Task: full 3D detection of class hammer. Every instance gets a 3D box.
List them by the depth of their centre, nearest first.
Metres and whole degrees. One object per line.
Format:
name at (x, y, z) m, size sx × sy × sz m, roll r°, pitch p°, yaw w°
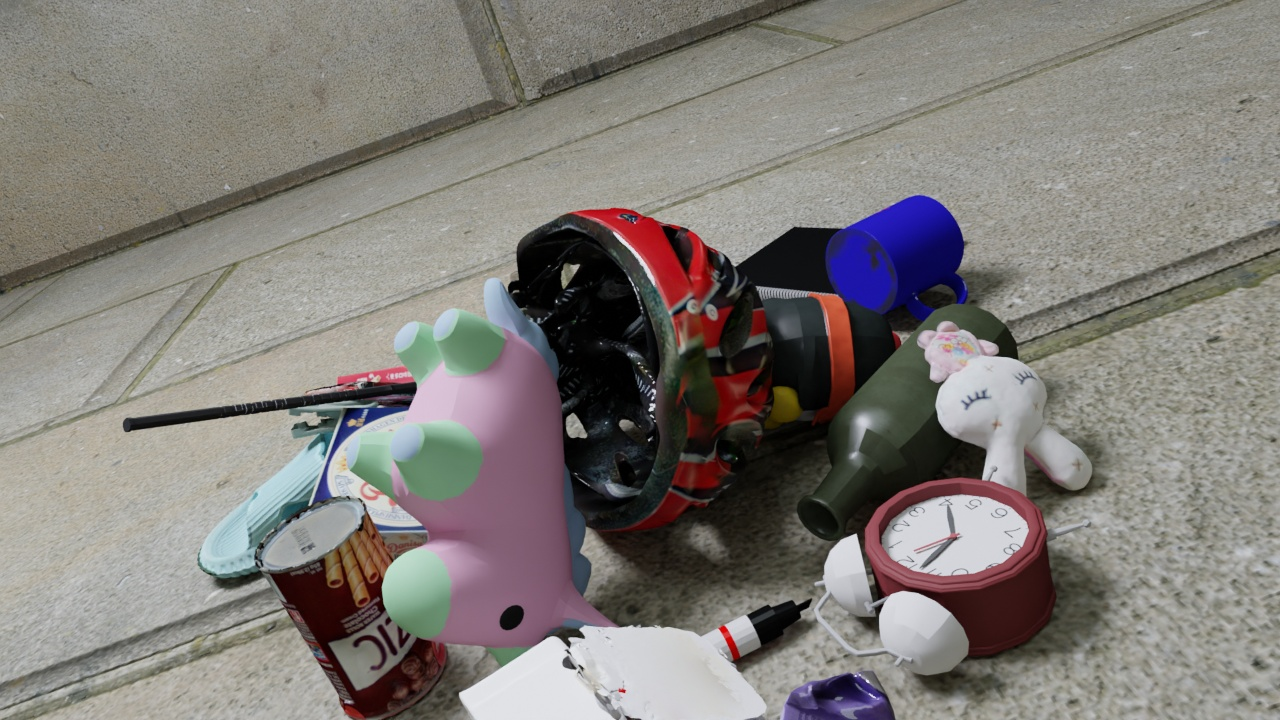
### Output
hammer at (-0.235, 0.026, 0.732) m, size 0.095 × 0.015 × 0.324 m, roll -28°, pitch -13°, yaw 39°

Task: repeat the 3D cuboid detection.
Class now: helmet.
helmet at (-0.004, 0.004, 0.638) m, size 0.166 × 0.217 × 0.272 m, roll -5°, pitch 12°, yaw -24°

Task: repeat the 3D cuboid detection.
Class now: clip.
clip at (-0.265, 0.049, 0.798) m, size 0.076 × 0.047 × 0.023 m, roll -5°, pitch 17°, yaw -6°

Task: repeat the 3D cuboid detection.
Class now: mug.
mug at (0.225, -0.078, 0.777) m, size 0.083 × 0.079 × 0.111 m, roll -27°, pitch 66°, yaw -27°

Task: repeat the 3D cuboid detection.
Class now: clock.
clock at (0.159, 0.112, 0.485) m, size 0.137 × 0.048 × 0.096 m, roll -24°, pitch 25°, yaw -12°

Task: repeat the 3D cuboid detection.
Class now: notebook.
notebook at (0.190, -0.095, 0.919) m, size 0.148 × 0.016 × 0.207 m, roll -35°, pitch 29°, yaw -31°

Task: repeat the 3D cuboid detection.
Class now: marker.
marker at (0.030, 0.165, 0.506) m, size 0.145 × 0.019 × 0.019 m, roll -24°, pitch 25°, yaw -9°

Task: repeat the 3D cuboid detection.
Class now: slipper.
slipper at (-0.260, 0.093, 0.807) m, size 0.275 × 0.069 × 0.116 m, roll -27°, pitch 23°, yaw -15°

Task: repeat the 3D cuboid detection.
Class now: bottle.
bottle at (0.170, 0.040, 0.594) m, size 0.072 × 0.071 × 0.206 m, roll 8°, pitch 37°, yaw 45°

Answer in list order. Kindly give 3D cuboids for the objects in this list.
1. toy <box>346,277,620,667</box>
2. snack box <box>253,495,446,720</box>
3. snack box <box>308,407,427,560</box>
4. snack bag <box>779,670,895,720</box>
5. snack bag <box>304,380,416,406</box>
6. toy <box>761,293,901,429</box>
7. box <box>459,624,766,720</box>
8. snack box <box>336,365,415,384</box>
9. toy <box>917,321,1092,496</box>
toy at (-0.083, 0.070, 0.546) m, size 0.120 × 0.171 × 0.221 m, roll -12°, pitch 52°, yaw 41°
snack box at (-0.175, 0.151, 0.562) m, size 0.072 × 0.121 × 0.072 m, roll -16°, pitch 25°, yaw 7°
snack box at (-0.167, 0.094, 0.697) m, size 0.145 × 0.043 × 0.144 m, roll -1°, pitch 35°, yaw -2°
snack bag at (0.056, 0.212, 0.311) m, size 0.058 × 0.096 × 0.204 m, roll 13°, pitch 35°, yaw 13°
snack bag at (-0.236, 0.032, 0.874) m, size 0.075 × 0.018 × 0.155 m, roll -9°, pitch -8°, yaw 27°
toy at (0.140, -0.001, 0.676) m, size 0.119 × 0.099 × 0.097 m, roll -3°, pitch -9°, yaw -3°
box at (0.003, 0.170, 0.421) m, size 0.130 × 0.103 × 0.110 m, roll -30°, pitch 26°, yaw -26°
snack box at (-0.229, 0.018, 0.939) m, size 0.133 × 0.021 × 0.089 m, roll -9°, pitch -6°, yaw 21°
toy at (0.213, 0.029, 0.551) m, size 0.076 × 0.125 × 0.037 m, roll -20°, pitch -18°, yaw -15°
